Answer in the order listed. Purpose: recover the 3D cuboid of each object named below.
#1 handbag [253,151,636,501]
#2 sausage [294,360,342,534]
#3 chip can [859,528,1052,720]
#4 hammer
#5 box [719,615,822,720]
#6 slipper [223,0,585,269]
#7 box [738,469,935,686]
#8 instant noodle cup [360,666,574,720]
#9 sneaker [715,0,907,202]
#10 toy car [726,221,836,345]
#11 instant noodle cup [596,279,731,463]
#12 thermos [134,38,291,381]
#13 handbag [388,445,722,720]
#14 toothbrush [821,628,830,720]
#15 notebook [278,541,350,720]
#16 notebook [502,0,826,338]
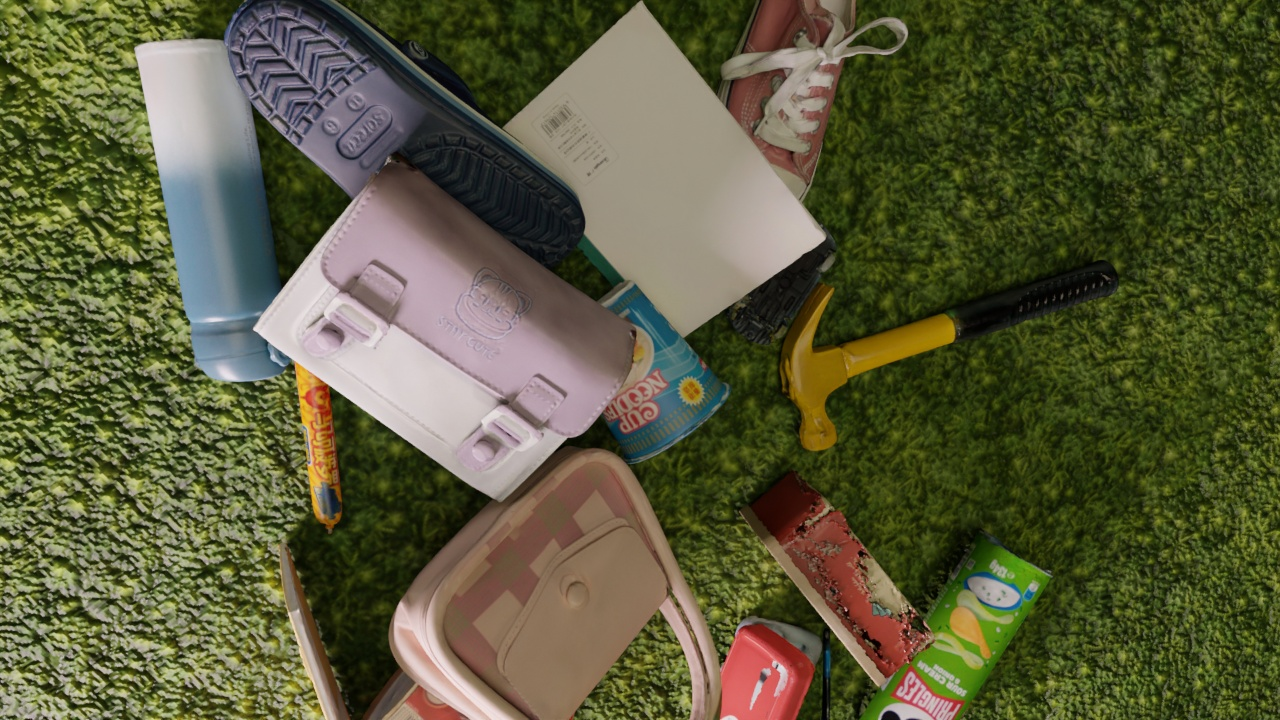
[{"bbox_3d":[-0.121,-0.018,0.591,0.197,0.098,0.145,38,114,-17],"label":"handbag"},{"bbox_3d":[-0.234,0.048,0.667,0.021,0.021,0.165,-6,102,-12],"label":"sausage"},{"bbox_3d":[0.261,0.262,0.792,0.072,0.072,0.236,31,92,-16],"label":"chip can"},{"bbox_3d":[0.255,-0.028,0.757,0.300,0.033,0.129,-17,105,-9],"label":"hammer"},{"bbox_3d":[0.096,0.322,0.770,0.100,0.095,0.201,19,95,-39],"label":"box"},{"bbox_3d":[-0.152,-0.147,0.613,0.252,0.095,0.105,36,118,-26],"label":"slipper"},{"bbox_3d":[0.165,0.170,0.742,0.077,0.091,0.168,-39,106,0],"label":"box"},{"bbox_3d":[-0.131,0.265,0.677,0.108,0.138,0.138,45,88,-8],"label":"instant noodle cup"},{"bbox_3d":[0.113,-0.211,0.661,0.118,0.088,0.241,13,97,-15],"label":"sneaker"},{"bbox_3d":[0.110,-0.063,0.717,0.049,0.031,0.105,34,93,-17],"label":"toy car"},{"bbox_3d":[-0.004,0.004,0.678,0.099,0.099,0.110,-37,98,-4],"label":"instant noodle cup"},{"bbox_3d":[-0.277,-0.096,0.608,0.070,0.070,0.220,-8,102,-11],"label":"thermos"},{"bbox_3d":[-0.037,0.196,0.644,0.234,0.094,0.192,50,54,-4],"label":"handbag"},{"bbox_3d":[0.157,0.302,0.785,0.016,0.014,0.190,-6,117,0],"label":"toothbrush"},{"bbox_3d":[-0.216,0.241,0.644,0.010,0.146,0.206,-19,104,-20],"label":"notebook"},{"bbox_3d":[0.012,-0.124,0.664,0.151,0.012,0.209,-36,107,22],"label":"notebook"}]
